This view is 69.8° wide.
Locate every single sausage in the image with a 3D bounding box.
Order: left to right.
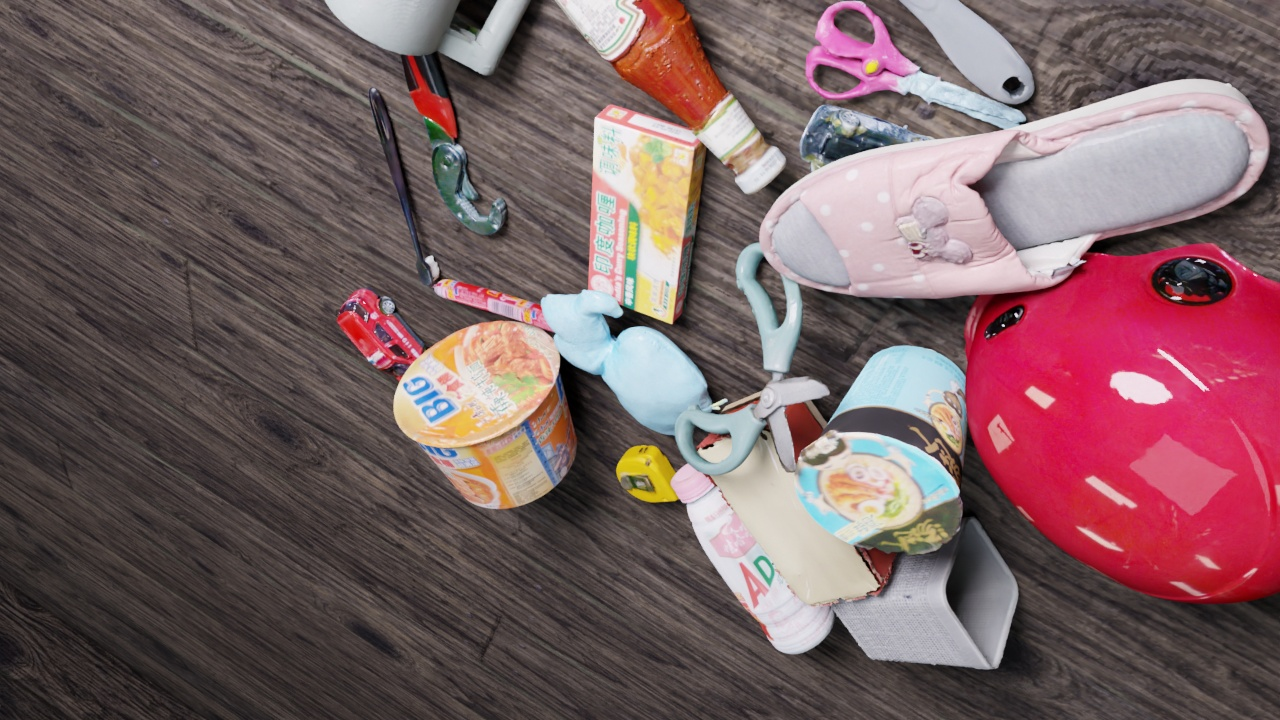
[{"bbox_3d":[-0.122,-0.049,0.814,0.156,0.020,0.020,17,134,20],"label":"sausage"}]

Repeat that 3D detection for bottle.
[{"bbox_3d":[0.014,-0.191,0.572,0.206,0.059,0.060,47,137,-11],"label":"bottle"},{"bbox_3d":[0.100,0.175,0.834,0.068,0.068,0.197,-24,106,44],"label":"bottle"}]

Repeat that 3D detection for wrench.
[{"bbox_3d":[-0.162,-0.217,0.696,0.056,0.016,0.274,4,129,26],"label":"wrench"}]

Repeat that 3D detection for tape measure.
[{"bbox_3d":[0.005,0.109,0.862,0.057,0.028,0.060,-11,119,40],"label":"tape measure"}]

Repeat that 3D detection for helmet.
[{"bbox_3d":[0.298,0.049,0.539,0.240,0.143,0.207,21,137,18],"label":"helmet"}]

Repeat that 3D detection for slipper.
[{"bbox_3d":[0.197,-0.083,0.525,0.275,0.054,0.114,-10,135,30],"label":"slipper"}]

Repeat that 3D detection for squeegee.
[{"bbox_3d":[0.122,-0.215,0.475,0.246,0.039,0.247,40,124,-14],"label":"squeegee"}]

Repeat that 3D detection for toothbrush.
[{"bbox_3d":[-0.202,-0.145,0.787,0.016,0.018,0.181,15,132,32],"label":"toothbrush"}]

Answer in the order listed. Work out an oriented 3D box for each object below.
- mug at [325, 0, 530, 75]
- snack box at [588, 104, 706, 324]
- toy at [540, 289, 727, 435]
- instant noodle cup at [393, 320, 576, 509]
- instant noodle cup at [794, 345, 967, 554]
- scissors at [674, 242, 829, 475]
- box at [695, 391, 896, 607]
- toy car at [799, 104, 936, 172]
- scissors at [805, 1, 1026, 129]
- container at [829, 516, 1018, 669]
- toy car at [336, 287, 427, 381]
[{"bbox_3d":[-0.130,-0.257,0.595,0.124,0.083,0.104,22,131,-24],"label":"mug"},{"bbox_3d":[0.002,-0.104,0.679,0.077,0.026,0.156,22,135,18],"label":"snack box"},{"bbox_3d":[-0.004,0.004,0.756,0.156,0.049,0.162,19,146,22],"label":"toy"},{"bbox_3d":[-0.129,0.054,0.824,0.151,0.151,0.111,9,139,27],"label":"instant noodle cup"},{"bbox_3d":[0.177,0.053,0.634,0.111,0.120,0.111,18,135,18],"label":"instant noodle cup"},{"bbox_3d":[0.071,0.008,0.658,0.019,0.173,0.170,7,155,-32],"label":"scissors"},{"bbox_3d":[0.121,0.112,0.719,0.092,0.079,0.168,-27,104,43],"label":"box"},{"bbox_3d":[0.143,-0.128,0.561,0.090,0.034,0.043,18,137,0],"label":"toy car"},{"bbox_3d":[0.161,-0.159,0.538,0.135,0.017,0.063,27,133,5],"label":"scissors"},{"bbox_3d":[0.226,0.190,0.746,0.115,0.090,0.090,-18,115,45],"label":"container"},{"bbox_3d":[-0.249,-0.016,0.909,0.120,0.045,0.053,48,138,-15],"label":"toy car"}]
